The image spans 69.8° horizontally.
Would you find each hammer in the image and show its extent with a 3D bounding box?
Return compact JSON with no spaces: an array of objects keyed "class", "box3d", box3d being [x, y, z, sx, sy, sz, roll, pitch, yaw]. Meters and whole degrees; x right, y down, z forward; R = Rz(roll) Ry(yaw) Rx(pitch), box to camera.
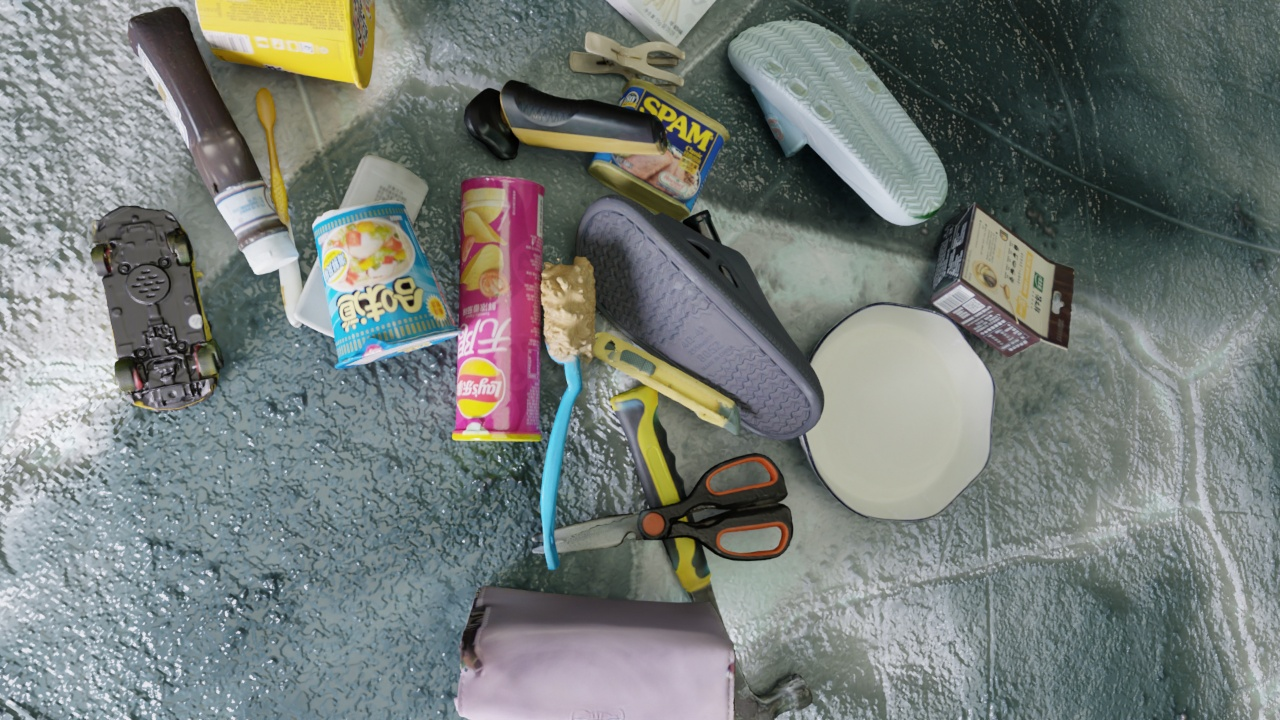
[{"class":"hammer","box3d":[0.042,0.178,0.801,0.126,0.032,0.323,-21,93,-18]}]

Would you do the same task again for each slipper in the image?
[{"class":"slipper","box3d":[0.056,-0.043,0.795,0.268,0.111,0.083,43,43,-9]},{"class":"slipper","box3d":[0.179,-0.216,0.843,0.103,0.074,0.245,-36,80,-24]}]

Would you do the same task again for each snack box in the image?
[{"class":"snack box","box3d":[0.042,-0.364,0.839,0.084,0.027,0.156,40,77,-11]},{"class":"snack box","box3d":[0.347,-0.073,0.878,0.125,0.053,0.113,34,53,-12]}]

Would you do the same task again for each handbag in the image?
[{"class":"handbag","box3d":[-0.035,0.232,0.698,0.197,0.145,0.098,4,82,-4]}]

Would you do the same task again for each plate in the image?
[{"class":"plate","box3d":[0.235,0.048,0.861,0.204,0.046,0.204,1,85,-16]}]

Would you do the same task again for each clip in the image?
[{"class":"clip","box3d":[-0.009,-0.264,0.809,0.100,0.072,0.034,7,84,-20]}]

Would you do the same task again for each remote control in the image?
[{"class":"remote control","box3d":[-0.225,-0.090,0.740,0.058,0.021,0.150,26,78,-27]}]

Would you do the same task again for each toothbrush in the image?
[{"class":"toothbrush","box3d":[-0.287,-0.121,0.731,0.016,0.018,0.191,-8,91,-19]},{"class":"toothbrush","box3d":[0.091,-0.034,0.832,0.027,0.026,0.212,-27,95,-47]}]

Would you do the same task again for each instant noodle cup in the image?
[{"class":"instant noodle cup","box3d":[-0.264,-0.278,0.691,0.109,0.138,0.138,1,86,-8]},{"class":"instant noodle cup","box3d":[-0.197,-0.059,0.694,0.099,0.099,0.110,-16,91,-17]}]

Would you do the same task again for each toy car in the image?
[{"class":"toy car","box3d":[-0.361,-0.039,0.688,0.071,0.041,0.156,-13,92,-17]}]

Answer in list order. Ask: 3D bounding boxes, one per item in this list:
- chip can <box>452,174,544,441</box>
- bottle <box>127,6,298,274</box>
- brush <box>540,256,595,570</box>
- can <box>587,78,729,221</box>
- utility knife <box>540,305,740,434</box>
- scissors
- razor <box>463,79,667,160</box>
[{"class":"chip can","box3d":[-0.115,-0.040,0.748,0.071,0.071,0.210,2,85,-17]},{"class":"bottle","box3d":[-0.318,-0.160,0.689,0.044,0.080,0.195,-28,96,-22]},{"class":"brush","box3d":[-0.064,0.038,0.736,0.046,0.083,0.254,4,84,3]},{"class":"can","box3d":[0.015,-0.182,0.803,0.102,0.057,0.083,27,81,-13]},{"class":"utility knife","box3d":[-0.005,0.005,0.790,0.211,0.022,0.030,26,62,6]},{"class":"scissors","box3d":[0.019,0.122,0.776,0.235,0.022,0.141,14,73,-9]},{"class":"razor","box3d":[-0.060,-0.191,0.756,0.167,0.062,0.068,10,128,11]}]
